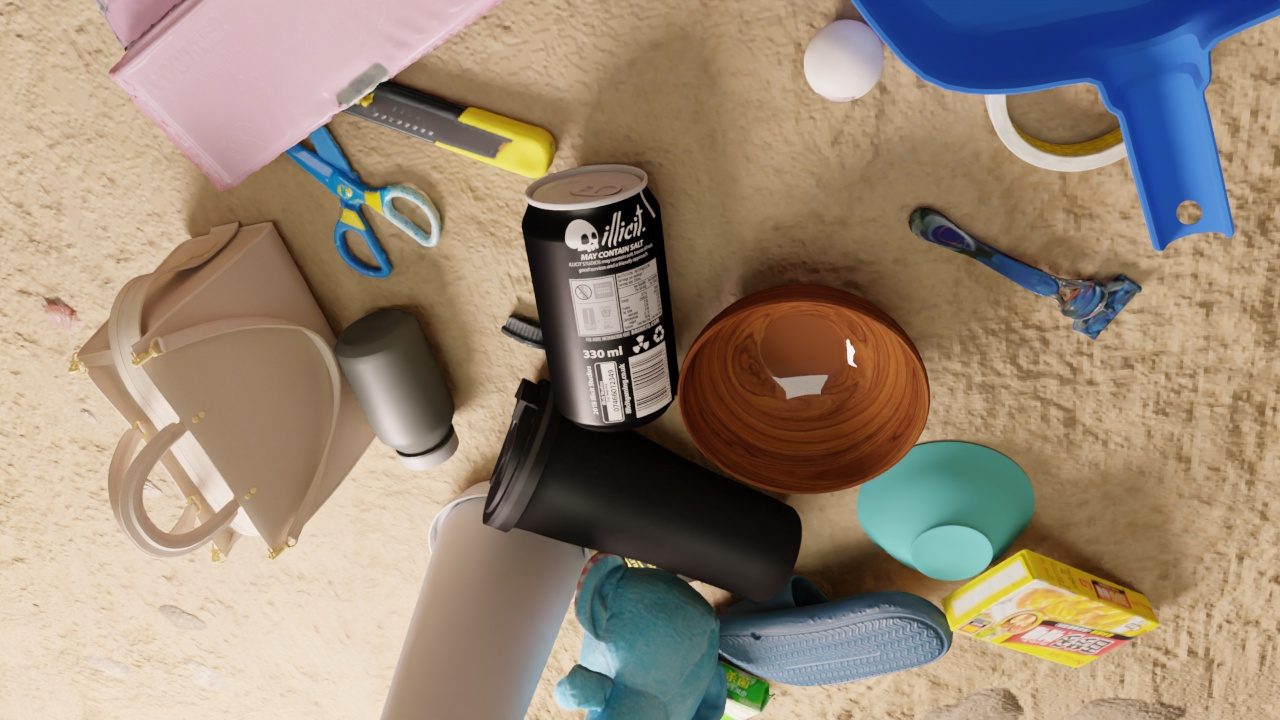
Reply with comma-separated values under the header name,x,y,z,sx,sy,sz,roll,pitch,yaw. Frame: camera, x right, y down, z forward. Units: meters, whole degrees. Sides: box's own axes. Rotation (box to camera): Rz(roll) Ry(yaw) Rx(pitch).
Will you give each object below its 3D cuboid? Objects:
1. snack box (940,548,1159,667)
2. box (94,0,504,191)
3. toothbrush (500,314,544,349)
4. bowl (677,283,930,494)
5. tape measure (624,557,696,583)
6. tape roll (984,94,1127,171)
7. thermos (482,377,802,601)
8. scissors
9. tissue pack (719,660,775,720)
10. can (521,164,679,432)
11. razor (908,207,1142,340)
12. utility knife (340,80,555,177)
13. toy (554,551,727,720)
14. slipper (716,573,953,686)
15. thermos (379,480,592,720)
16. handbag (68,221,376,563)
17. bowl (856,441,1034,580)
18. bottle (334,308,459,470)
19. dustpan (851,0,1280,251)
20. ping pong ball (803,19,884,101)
name,x,y,z,sx,sy,sz,roll,pitch,yaw
snack box,0.293,0.180,0.654,0.152,0.025,0.075,22,128,-29
box,-0.197,-0.211,0.476,0.233,0.050,0.180,-25,109,25
toothbrush,-0.004,0.004,0.622,0.188,0.014,0.017,18,119,-2
bowl,0.100,0.007,0.569,0.147,0.068,0.147,6,127,7
tape measure,0.011,0.152,0.723,0.065,0.016,0.064,-21,119,23
tape roll,0.226,-0.144,0.469,0.094,0.019,0.094,5,126,7
thermos,0.000,0.098,0.640,0.218,0.105,0.106,23,126,-12
scissors,-0.176,-0.111,0.573,0.097,0.020,0.133,-13,123,17
tissue pack,0.045,0.282,0.788,0.114,0.034,0.100,27,141,-8
can,-0.022,-0.036,0.549,0.080,0.080,0.146,-1,119,12
razor,0.219,-0.053,0.535,0.141,0.018,0.044,23,127,-6
utility knife,-0.140,-0.147,0.539,0.186,0.020,0.029,18,124,0
toy,-0.010,0.240,0.666,0.115,0.180,0.183,-8,130,42
slipper,0.140,0.209,0.714,0.214,0.059,0.104,-21,124,39
thermos,-0.115,0.200,0.654,0.131,0.221,0.132,5,126,7
handbag,-0.268,0.037,0.583,0.101,0.197,0.195,-8,123,16
bowl,0.214,0.118,0.641,0.121,0.046,0.121,5,126,7
bottle,-0.165,0.022,0.638,0.060,0.060,0.108,-7,123,15
dustpan,0.208,-0.159,0.385,0.246,0.059,0.258,-11,129,35
ping pong ball,0.104,-0.154,0.472,0.040,0.040,0.040,5,126,7
